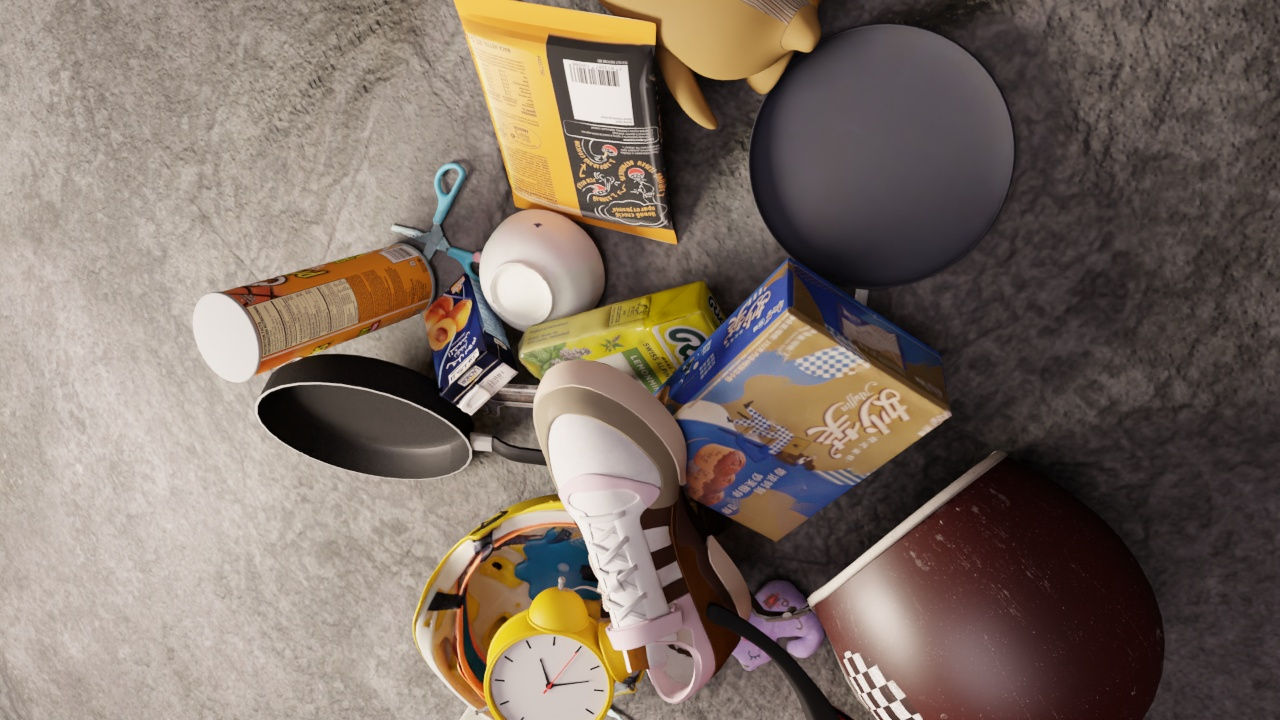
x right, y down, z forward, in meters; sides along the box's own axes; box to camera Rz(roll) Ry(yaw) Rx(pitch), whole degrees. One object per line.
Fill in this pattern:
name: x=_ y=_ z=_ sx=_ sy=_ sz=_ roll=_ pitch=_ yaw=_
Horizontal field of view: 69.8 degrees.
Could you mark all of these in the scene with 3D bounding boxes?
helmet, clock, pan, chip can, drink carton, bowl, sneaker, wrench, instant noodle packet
helmet: x=-0.084 y=0.218 z=0.870 sx=0.240 sy=0.139 sz=0.209 roll=-43 pitch=99 yaw=6
clock: x=-0.068 y=0.259 z=0.781 sx=0.113 sy=0.052 sz=0.152 roll=36 pitch=101 yaw=-8
pan: x=-0.185 y=0.067 z=0.881 sx=0.356 sy=0.044 sz=0.204 roll=7 pitch=150 yaw=1
chip can: x=-0.282 y=-0.049 z=0.821 sx=0.075 sy=0.214 sz=0.075 roll=10 pitch=111 yaw=26
helmet: x=0.239 y=0.186 z=0.683 sx=0.233 sy=0.234 sz=0.253 roll=-35 pitch=72 yaw=-8
drink carton: x=-0.155 y=-0.017 z=0.829 sx=0.064 sy=0.130 sz=0.040 roll=-42 pitch=129 yaw=14
bowl: x=-0.094 y=-0.071 z=0.814 sx=0.113 sy=0.063 sz=0.114 roll=9 pitch=121 yaw=16
sneaker: x=-0.012 y=0.142 z=0.699 sx=0.112 sy=0.116 sz=0.294 roll=-10 pitch=118 yaw=27
wrench: x=-0.095 y=0.032 z=0.815 sx=0.274 sy=0.010 sz=0.070 roll=1 pitch=141 yaw=48
instant noodle packet: x=-0.054 y=-0.185 z=0.734 sx=0.160 sy=0.032 sz=0.221 roll=16 pitch=148 yaw=18
pan: x=0.179 y=-0.080 z=0.733 sx=0.199 sy=0.021 sz=0.357 roll=9 pitch=110 yaw=20
pan: x=0.176 y=0.313 z=0.731 sx=0.356 sy=0.209 sz=0.067 roll=37 pitch=82 yaw=-13

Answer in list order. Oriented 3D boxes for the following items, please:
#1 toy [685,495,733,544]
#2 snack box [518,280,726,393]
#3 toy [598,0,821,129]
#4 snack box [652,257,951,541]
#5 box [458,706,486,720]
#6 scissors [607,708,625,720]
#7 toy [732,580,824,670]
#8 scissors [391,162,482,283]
toy: x=0.046 y=0.162 z=0.835 sx=0.076 sy=0.062 sz=0.100 roll=-3 pitch=86 yaw=5
snack box: x=-0.004 y=0.004 z=0.789 sx=0.181 sy=0.045 sz=0.121 roll=-12 pitch=135 yaw=24
toy: x=0.032 y=-0.291 z=0.655 sx=0.203 sy=0.162 sz=0.199 roll=25 pitch=115 yaw=-10
snack box: x=0.111 y=0.040 z=0.719 sx=0.155 sy=0.069 sz=0.203 roll=29 pitch=130 yaw=-18
box: x=-0.096 y=0.432 z=0.981 sx=0.210 sy=0.079 sz=0.080 roll=13 pitch=126 yaw=19
scissors: x=-0.085 y=0.346 z=0.978 sx=0.170 sy=0.028 sz=0.139 roll=28 pitch=112 yaw=17
toy: x=0.119 y=0.250 z=0.849 sx=0.080 sy=0.036 sz=0.100 roll=47 pitch=115 yaw=5
scissors: x=-0.182 y=-0.126 z=0.875 sx=0.135 sy=0.015 sz=0.136 roll=17 pitch=112 yaw=14
